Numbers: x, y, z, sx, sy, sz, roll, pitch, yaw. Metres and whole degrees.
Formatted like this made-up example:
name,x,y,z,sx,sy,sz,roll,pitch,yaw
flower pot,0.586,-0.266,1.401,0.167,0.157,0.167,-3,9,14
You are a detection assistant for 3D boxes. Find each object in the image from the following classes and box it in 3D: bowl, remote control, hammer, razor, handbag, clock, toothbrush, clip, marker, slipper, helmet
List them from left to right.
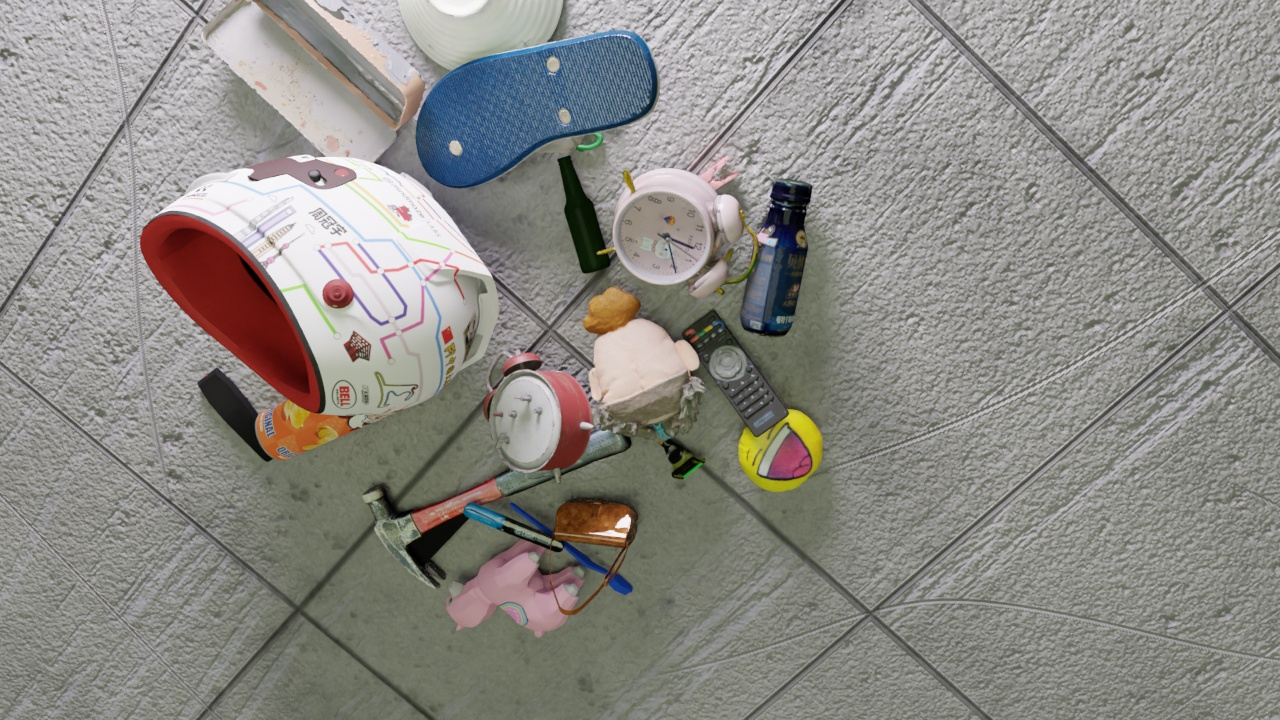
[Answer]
name,x,y,z,sx,sy,sz,roll,pitch,yaw
remote control,-0.475,0.067,1.091,0.039,0.010,0.125,-34,100,14
helmet,-0.296,-0.086,0.914,0.314,0.235,0.232,35,140,16
bowl,-0.168,-0.371,0.898,0.177,0.070,0.177,2,105,9
hammer,-0.158,0.154,1.065,0.327,0.036,0.140,-25,100,13
marker,-0.145,0.191,1.046,0.123,0.015,0.018,21,109,3
clock,-0.125,0.053,0.995,0.157,0.061,0.110,46,116,31
slipper,-0.106,-0.256,0.919,0.296,0.060,0.118,-9,110,29
toothbrush,-0.081,0.220,1.067,0.186,0.016,0.011,40,114,-19
handbag,-0.061,0.204,0.985,0.093,0.195,0.043,5,112,8
razor,0.008,0.076,1.031,0.144,0.021,0.044,42,128,-6
clock,0.043,-0.127,0.940,0.158,0.058,0.117,21,118,3
clip,0.069,-0.191,0.949,0.059,0.022,0.039,-37,102,17
remote control,0.102,0.014,0.987,0.045,0.021,0.140,-37,80,9

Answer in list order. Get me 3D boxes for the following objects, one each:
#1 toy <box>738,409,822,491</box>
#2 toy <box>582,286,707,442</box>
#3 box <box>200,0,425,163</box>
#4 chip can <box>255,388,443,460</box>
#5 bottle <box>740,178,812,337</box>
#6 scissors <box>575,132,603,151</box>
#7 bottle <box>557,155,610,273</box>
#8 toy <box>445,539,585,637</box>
name,x,y,z,sx,sy,sz,roll,pitch,yaw
toy,0.154,0.098,1.010,0.094,0.041,0.095,28,100,-5
toy,-0.006,0.006,0.982,0.133,0.076,0.176,-21,91,2
box,-0.336,-0.303,0.932,0.217,0.094,0.121,42,147,-6
chip can,-0.331,0.048,1.042,0.210,0.062,0.062,-22,102,12
bottle,0.142,-0.106,0.946,0.056,0.056,0.161,10,106,4
scissors,-0.080,-0.279,0.945,0.132,0.013,0.078,41,111,-3
bottle,-0.063,-0.154,0.969,0.033,0.033,0.123,-14,103,10
toy,-0.150,0.278,1.084,0.123,0.067,0.158,44,110,-8
